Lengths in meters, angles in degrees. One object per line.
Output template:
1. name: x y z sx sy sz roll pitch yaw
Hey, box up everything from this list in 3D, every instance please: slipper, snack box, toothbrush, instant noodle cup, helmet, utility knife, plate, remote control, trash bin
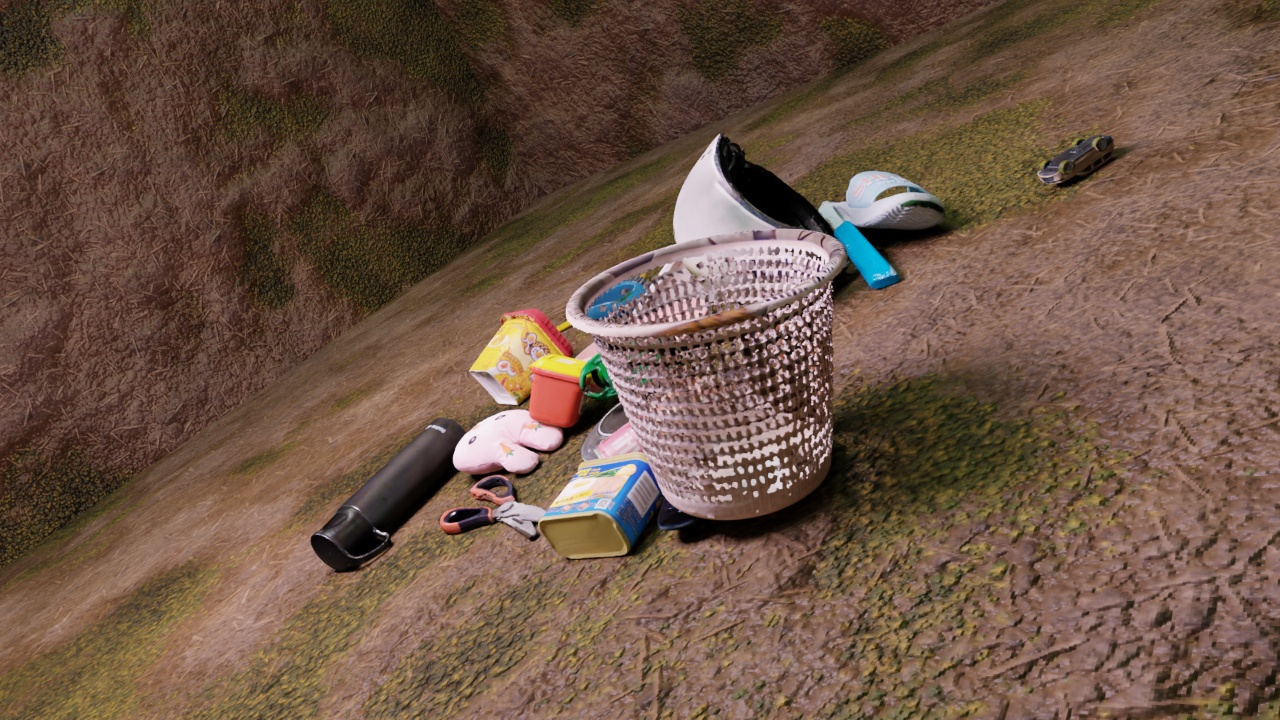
1. slipper: 0.314 -0.210 1.210 0.104 0.074 0.245 1 8 -14
2. snack box: -0.103 0.038 1.161 0.082 0.080 0.091 14 7 5
3. toothbrush: -0.069 -0.104 1.653 0.190 0.016 0.015 -30 17 -4
4. instant noodle cup: -0.186 -0.001 1.409 0.123 0.116 0.116 -49 24 -23
5. helmet: 0.137 -0.157 1.178 0.157 0.230 0.273 -44 -12 19
6. utility knife: 0.266 -0.152 1.154 0.034 0.018 0.216 -30 36 9
7. plate: 0.005 0.061 1.062 0.179 0.024 0.179 -26 18 9
8. remote control: 0.050 0.118 0.832 0.053 0.024 0.136 -17 20 23
9. plate: -0.003 -0.018 1.293 0.230 0.028 0.229 -27 17 9
10. trash bin: 0.071 0.015 0.763 0.227 0.192 0.227 -13 21 5

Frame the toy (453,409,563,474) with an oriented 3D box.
1. toy: -0.169 0.105 1.170 0.160 0.054 0.121 2 34 44

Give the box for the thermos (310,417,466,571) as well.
1. thermos: -0.309 0.174 1.189 0.090 0.069 0.241 17 41 21

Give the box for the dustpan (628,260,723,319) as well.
1. dustpan: 0.096 -0.180 1.408 0.222 0.143 0.258 -40 22 -31

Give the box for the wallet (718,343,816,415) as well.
1. wallet: 0.123 0.025 0.978 0.122 0.020 0.096 -26 26 9

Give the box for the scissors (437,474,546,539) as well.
1. scissors: -0.165 0.173 1.029 0.204 0.015 0.202 -23 18 14

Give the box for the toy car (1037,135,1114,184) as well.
1. toy car: 0.514 -0.235 1.083 0.090 0.035 0.042 -31 16 -7

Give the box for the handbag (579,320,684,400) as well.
1. handbag: -0.007 0.007 1.115 0.120 0.068 0.131 -33 -4 13

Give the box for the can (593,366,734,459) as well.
1. can: 0.027 0.069 0.928 0.147 0.058 0.058 -37 18 -5

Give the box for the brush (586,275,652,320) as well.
1. brush: -0.044 -0.097 1.530 0.144 0.055 0.073 -12 23 43

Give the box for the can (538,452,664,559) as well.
1. can: -0.034 0.137 0.857 0.102 0.057 0.083 -14 25 40
